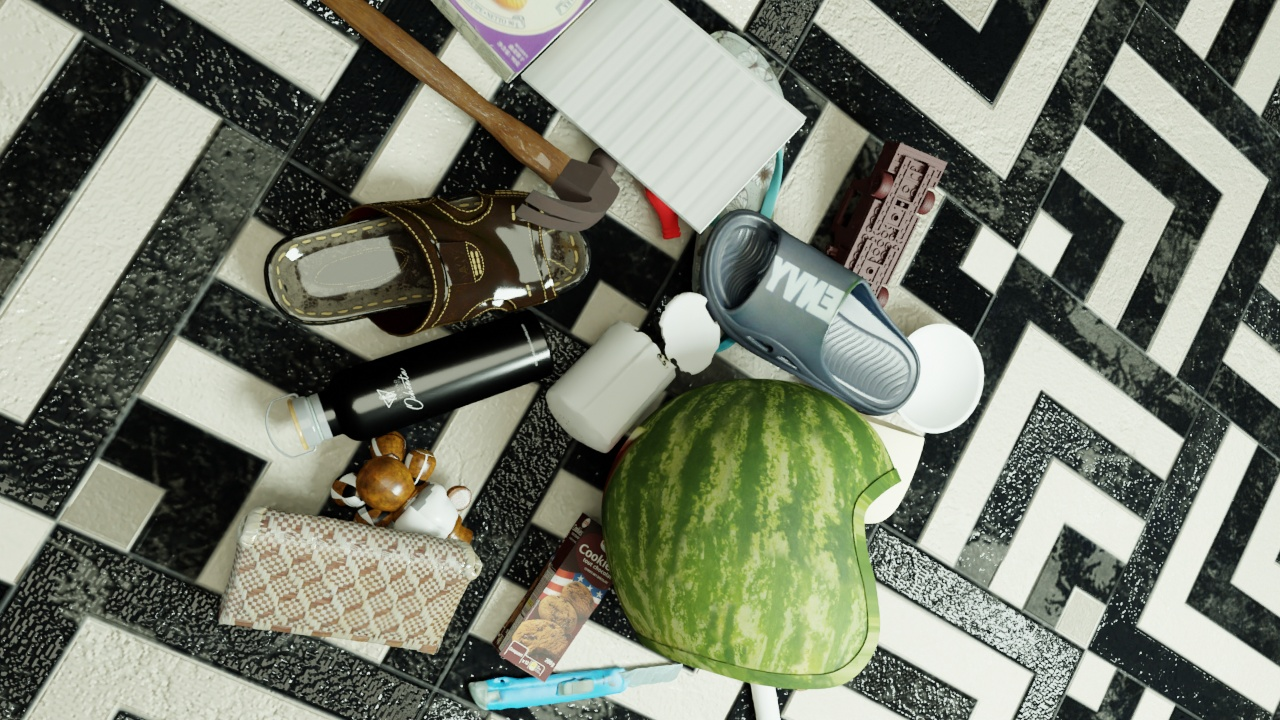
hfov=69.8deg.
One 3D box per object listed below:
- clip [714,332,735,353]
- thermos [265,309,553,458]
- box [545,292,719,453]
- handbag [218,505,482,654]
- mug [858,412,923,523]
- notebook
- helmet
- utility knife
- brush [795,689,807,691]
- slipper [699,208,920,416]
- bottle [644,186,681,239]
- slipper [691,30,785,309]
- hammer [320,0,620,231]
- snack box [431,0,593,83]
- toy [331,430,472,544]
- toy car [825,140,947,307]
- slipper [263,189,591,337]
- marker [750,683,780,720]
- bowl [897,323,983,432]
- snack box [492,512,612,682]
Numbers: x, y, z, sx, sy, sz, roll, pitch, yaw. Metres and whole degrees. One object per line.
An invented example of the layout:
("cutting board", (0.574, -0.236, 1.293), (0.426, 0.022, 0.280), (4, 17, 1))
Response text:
("clip", (0.089, -0.063, 0.875), (0.127, 0.028, 0.114), (-38, 99, -14))
("thermos", (-0.190, 0.021, 0.759), (0.231, 0.061, 0.061), (-20, 99, -18))
("box", (-0.002, 0.005, 0.812), (0.165, 0.092, 0.083), (-48, 112, -14))
("handbag", (-0.233, 0.177, 0.738), (0.185, 0.047, 0.124), (15, 125, -20))
("mug", (0.201, 0.102, 0.887), (0.120, 0.096, 0.100), (17, 95, -15))
("notebook", (0.021, -0.230, 0.806), (0.210, 0.009, 0.142), (42, 81, 5))
("helmet", (0.088, 0.134, 0.773), (0.243, 0.213, 0.246), (15, 77, -1))
("utility knife", (-0.056, 0.299, 0.849), (0.205, 0.015, 0.031), (-1, 98, -21))
("brush", (0.149, 0.227, 0.902), (0.059, 0.043, 0.195), (-8, 96, -18))
("slipper", (0.166, -0.031, 0.831), (0.268, 0.083, 0.110), (35, 86, -21))
("bottle", (0.020, -0.170, 0.837), (0.036, 0.036, 0.119), (-12, 98, -19))
("slipper", (0.096, -0.174, 0.845), (0.098, 0.055, 0.268), (0, 88, -19))
("hammer", (-0.155, -0.224, 0.758), (0.323, 0.033, 0.115), (37, 45, -12))
("snack box", (-0.110, -0.340, 0.778), (0.143, 0.041, 0.148), (45, 78, -16))
("toy", (-0.192, 0.120, 0.768), (0.112, 0.067, 0.087), (45, 78, -26))
("toy car", (0.226, -0.126, 0.896), (0.070, 0.062, 0.170), (16, 108, -20))
("slipper", (-0.167, -0.081, 0.754), (0.267, 0.076, 0.113), (-9, 96, -19))
("marker", (0.121, 0.313, 0.906), (0.023, 0.027, 0.133), (-14, 98, -33))
("bowl", (0.293, 0.017, 0.943), (0.109, 0.040, 0.110), (-1, 94, -17))
("snack box", (-0.069, 0.213, 0.829), (0.051, 0.032, 0.140), (38, 80, -18))
